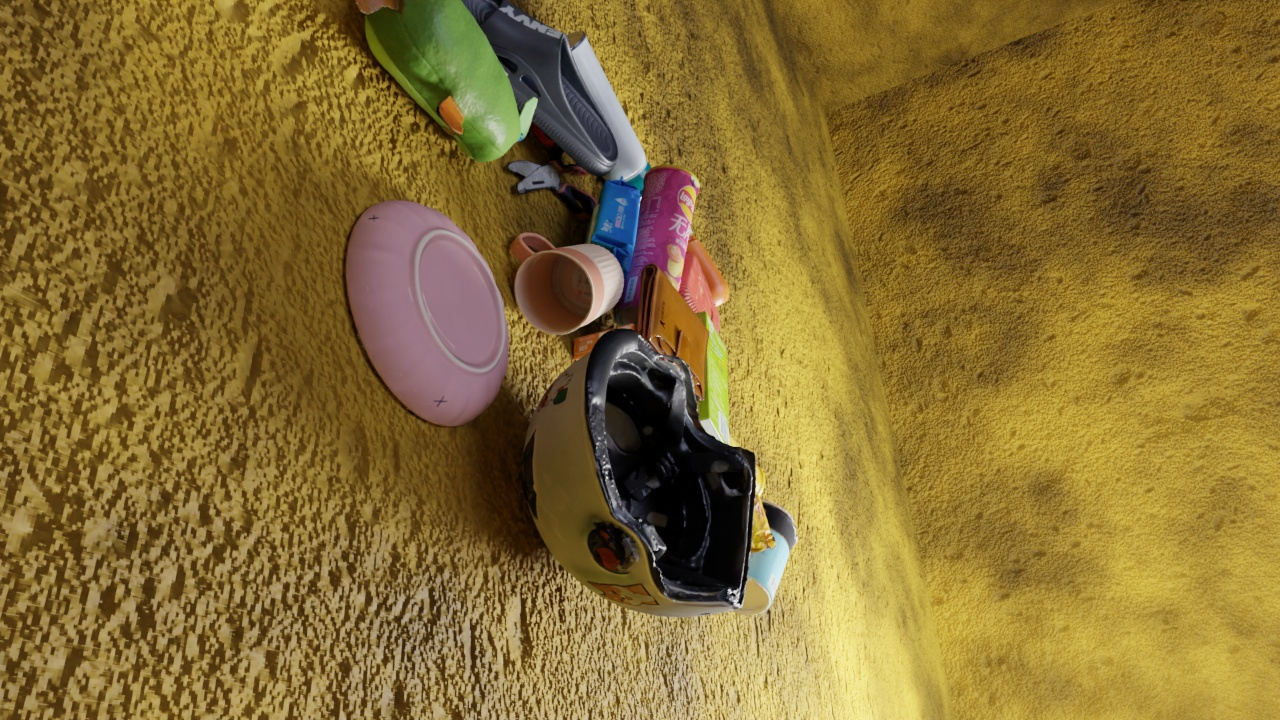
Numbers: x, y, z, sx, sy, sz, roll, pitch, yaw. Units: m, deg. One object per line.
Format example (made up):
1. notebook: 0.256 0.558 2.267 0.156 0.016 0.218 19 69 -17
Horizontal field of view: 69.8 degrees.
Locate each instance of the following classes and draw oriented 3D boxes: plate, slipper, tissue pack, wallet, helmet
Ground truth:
1. plate: -0.160 -0.043 0.748 0.192 0.039 0.192 49 32 -47
2. slipper: -0.099 -0.317 0.995 0.268 0.083 0.110 43 33 -31
3. tissue pack: -0.037 -0.134 1.051 0.156 0.052 0.095 -84 -171 -46
4. wallet: 0.036 -0.023 1.011 0.130 0.035 0.118 48 34 -44
5. helmet: -0.015 0.116 0.828 0.274 0.157 0.229 48 33 -27

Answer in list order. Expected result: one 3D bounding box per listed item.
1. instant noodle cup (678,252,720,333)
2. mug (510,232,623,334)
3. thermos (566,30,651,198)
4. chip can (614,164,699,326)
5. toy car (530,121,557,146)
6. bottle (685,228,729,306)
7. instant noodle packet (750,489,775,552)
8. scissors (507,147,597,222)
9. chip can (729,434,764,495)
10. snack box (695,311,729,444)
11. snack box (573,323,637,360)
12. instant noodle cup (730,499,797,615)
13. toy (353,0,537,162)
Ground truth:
1. instant noodle cup: 0.049 -0.064 1.216 0.188 0.079 0.164 -74 145 -55
2. mug: -0.080 -0.086 0.935 0.114 0.082 0.105 43 20 5
3. thermos: -0.050 -0.301 1.169 0.224 0.073 0.073 59 26 -33
4. chip can: 0.021 -0.134 1.112 0.071 0.072 0.210 46 47 -49
5. toy car: -0.094 -0.277 1.080 0.049 0.031 0.106 59 31 -3
6. bottle: 0.078 -0.147 1.380 0.149 0.067 0.066 64 22 -3
7. instant noodle packet: 0.099 0.174 1.120 0.044 0.111 0.128 -37 109 -52
8. scissors: -0.093 -0.201 1.056 0.206 0.015 0.201 53 29 -42
9. chip can: 0.093 0.120 1.197 0.213 0.072 0.072 48 33 -48
10. snack box: 0.082 0.027 1.097 0.086 0.026 0.156 57 28 -50
11. snack box: -0.006 0.006 1.034 0.153 0.075 0.026 38 45 -56
12. instant noodle cup: 0.140 0.258 1.186 0.111 0.111 0.120 61 33 -28
13. toy: -0.177 -0.269 0.806 0.247 0.090 0.226 55 17 -46
